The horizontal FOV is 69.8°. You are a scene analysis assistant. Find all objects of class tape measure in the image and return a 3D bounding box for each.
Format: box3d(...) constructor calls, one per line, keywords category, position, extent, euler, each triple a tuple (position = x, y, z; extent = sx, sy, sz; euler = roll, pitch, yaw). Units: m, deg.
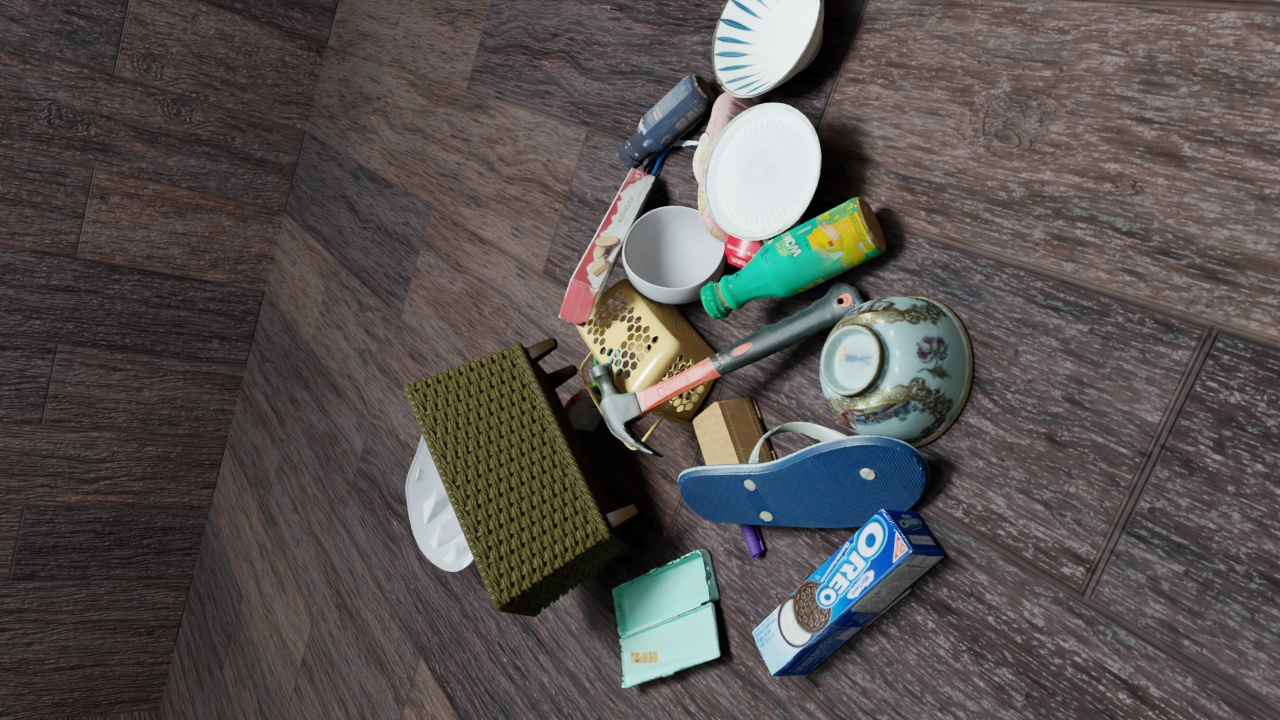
box3d(category="tape measure", position=(-0.082, 0.075, 1.344), extent=(0.062, 0.060, 0.020), euler=(-57, 43, 22))

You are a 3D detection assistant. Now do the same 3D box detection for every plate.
box3d(category="plate", position=(0.139, -0.214, 1.044), extent=(0.157, 0.014, 0.157), euler=(-4, 84, 40))

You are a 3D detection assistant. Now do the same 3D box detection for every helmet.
box3d(category="helmet", position=(-0.270, 0.192, 1.450), extent=(0.225, 0.183, 0.282), euler=(11, 80, 47))

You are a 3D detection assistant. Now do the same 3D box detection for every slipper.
box3d(category="slipper", position=(0.173, 0.125, 0.985), extent=(0.296, 0.118, 0.060), euler=(-13, 27, 38))
box3d(category="slipper", position=(0.101, -0.241, 1.158), extent=(0.082, 0.093, 0.197), euler=(-6, 76, 52))

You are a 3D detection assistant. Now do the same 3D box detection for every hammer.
box3d(category="hammer", position=(0.100, 0.000, 1.055), extent=(0.334, 0.033, 0.133), euler=(-28, 69, 18))

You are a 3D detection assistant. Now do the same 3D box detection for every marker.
box3d(category="marker", position=(0.121, 0.174, 1.103), extent=(0.018, 0.015, 0.133), euler=(-27, 58, 14))

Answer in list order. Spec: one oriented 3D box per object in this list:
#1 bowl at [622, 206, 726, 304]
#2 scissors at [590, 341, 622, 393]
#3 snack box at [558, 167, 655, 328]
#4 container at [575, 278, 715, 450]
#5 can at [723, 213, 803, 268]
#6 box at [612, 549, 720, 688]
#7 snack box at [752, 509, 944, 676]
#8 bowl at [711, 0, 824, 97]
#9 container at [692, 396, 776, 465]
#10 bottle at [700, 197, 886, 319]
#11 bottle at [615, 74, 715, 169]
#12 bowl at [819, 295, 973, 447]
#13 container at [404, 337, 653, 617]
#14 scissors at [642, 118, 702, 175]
box3d(category="bowl", position=(0.045, -0.129, 1.192), extent=(0.064, 0.132, 0.131), euler=(79, 176, -61))
box3d(category="scissors", position=(-0.061, 0.036, 1.366), extent=(0.070, 0.014, 0.130), euler=(36, 109, 49))
box3d(category="snack box", position=(-0.044, -0.158, 1.233), extent=(0.077, 0.044, 0.272), euler=(115, 178, -46))
box3d(category="container", position=(-0.007, 0.007, 1.212), extent=(0.167, 0.129, 0.183), euler=(-53, 45, 18))
box3d(category="can", position=(0.154, -0.175, 1.089), extent=(0.074, 0.074, 0.142), euler=(33, 108, 50))
box3d(category="box", position=(0.032, 0.331, 1.169), extent=(0.187, 0.033, 0.136), euler=(-35, 56, 43))
box3d(category="snack box", position=(0.208, 0.244, 0.945), extent=(0.227, 0.059, 0.059), euler=(-53, 42, 31))
box3d(category="bowl", position=(0.172, -0.397, 1.118), extent=(0.178, 0.070, 0.177), euler=(-16, 69, 49))
box3d(category="container", position=(0.111, 0.100, 1.093), extent=(0.063, 0.061, 0.113), euler=(-43, 51, 38))
box3d(category="bottle", position=(0.164, -0.106, 1.024), extent=(0.210, 0.068, 0.068), euler=(-25, 62, 28))
box3d(category="bottle", position=(0.032, -0.328, 1.276), extent=(0.161, 0.056, 0.056), euler=(-36, 55, 32))
box3d(category="bowl", position=(0.239, 0.006, 0.927), extent=(0.160, 0.093, 0.159), euler=(-16, 70, 49))
box3d(category="container", position=(-0.138, 0.144, 1.218), extent=(0.205, 0.176, 0.320), euler=(-28, 70, 0))
box3d(category="scissors", position=(0.042, -0.300, 1.311), extent=(0.134, 0.015, 0.104), euler=(15, 91, 48))
